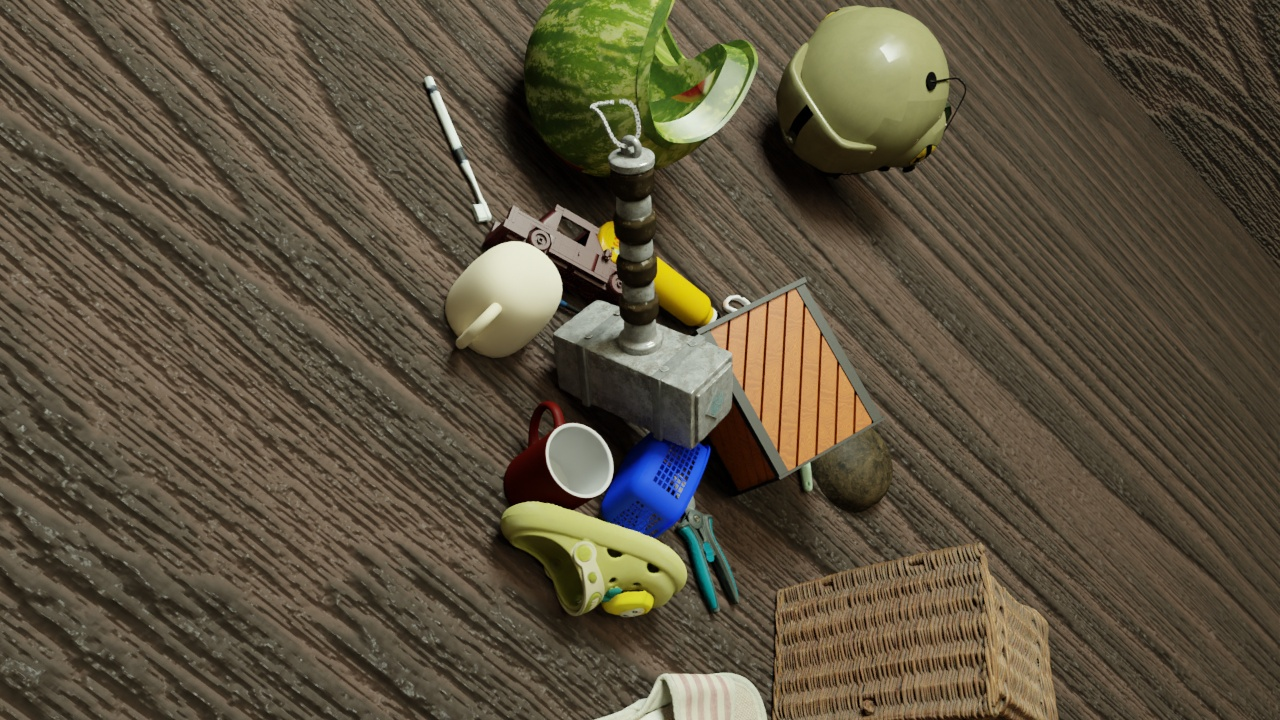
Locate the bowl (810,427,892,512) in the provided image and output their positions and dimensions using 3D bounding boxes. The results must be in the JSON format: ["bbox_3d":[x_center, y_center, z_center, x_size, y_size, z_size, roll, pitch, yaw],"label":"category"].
[{"bbox_3d":[0.275,0.124,1.152,0.121,0.056,0.121,18,56,-29],"label":"bowl"}]

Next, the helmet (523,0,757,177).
[{"bbox_3d":[-0.021,-0.330,1.054,0.213,0.247,0.243,26,93,-45],"label":"helmet"}]

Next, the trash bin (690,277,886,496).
[{"bbox_3d":[0.140,0.033,1.009,0.139,0.140,0.171,-26,83,-19],"label":"trash bin"}]

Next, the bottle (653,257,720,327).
[{"bbox_3d":[0.040,-0.078,1.080,0.143,0.043,0.043,34,48,-37],"label":"bottle"}]

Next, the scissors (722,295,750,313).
[{"bbox_3d":[0.155,-0.047,1.187,0.131,0.011,0.125,35,50,-18],"label":"scissors"}]

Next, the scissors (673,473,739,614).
[{"bbox_3d":[0.063,0.197,0.972,0.133,0.019,0.145,38,49,-16],"label":"scissors"}]

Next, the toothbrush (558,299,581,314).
[{"bbox_3d":[-0.098,-0.067,0.998,0.167,0.014,0.014,27,63,-22],"label":"toothbrush"}]

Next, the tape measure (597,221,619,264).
[{"bbox_3d":[-0.032,-0.132,1.076,0.068,0.030,0.058,20,55,-36],"label":"tape measure"}]

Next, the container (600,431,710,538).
[{"bbox_3d":[0.012,0.121,0.923,0.058,0.096,0.114,38,42,-8],"label":"container"}]

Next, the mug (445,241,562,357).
[{"bbox_3d":[-0.135,-0.059,0.905,0.096,0.100,0.119,45,47,-9],"label":"mug"}]

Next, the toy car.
[{"bbox_3d":[-0.079,-0.116,1.001,0.169,0.070,0.061,27,64,-23],"label":"toy car"}]

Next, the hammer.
[{"bbox_3d":[-0.002,-0.079,0.845,0.177,0.327,0.079,23,45,29],"label":"hammer"}]

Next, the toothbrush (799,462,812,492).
[{"bbox_3d":[0.198,0.090,1.140,0.022,0.015,0.154,-3,62,-1],"label":"toothbrush"}]

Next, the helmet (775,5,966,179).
[{"bbox_3d":[0.307,-0.375,1.308,0.232,0.256,0.250,-25,81,-47],"label":"helmet"}]

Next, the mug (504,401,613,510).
[{"bbox_3d":[-0.083,0.093,0.872,0.073,0.083,0.105,-6,70,-40],"label":"mug"}]

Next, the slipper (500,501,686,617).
[{"bbox_3d":[-0.045,0.192,0.844,0.190,0.092,0.081,27,54,-20],"label":"slipper"}]

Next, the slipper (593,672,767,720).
[{"bbox_3d":[0.022,0.346,0.833,0.262,0.052,0.115,-1,68,-38],"label":"slipper"}]

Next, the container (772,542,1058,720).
[{"bbox_3d":[0.288,0.313,0.937,0.183,0.251,0.161,33,49,-30],"label":"container"}]

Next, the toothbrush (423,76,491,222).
[{"bbox_3d":[-0.205,-0.234,1.012,0.017,0.012,0.186,-14,75,-38],"label":"toothbrush"}]
